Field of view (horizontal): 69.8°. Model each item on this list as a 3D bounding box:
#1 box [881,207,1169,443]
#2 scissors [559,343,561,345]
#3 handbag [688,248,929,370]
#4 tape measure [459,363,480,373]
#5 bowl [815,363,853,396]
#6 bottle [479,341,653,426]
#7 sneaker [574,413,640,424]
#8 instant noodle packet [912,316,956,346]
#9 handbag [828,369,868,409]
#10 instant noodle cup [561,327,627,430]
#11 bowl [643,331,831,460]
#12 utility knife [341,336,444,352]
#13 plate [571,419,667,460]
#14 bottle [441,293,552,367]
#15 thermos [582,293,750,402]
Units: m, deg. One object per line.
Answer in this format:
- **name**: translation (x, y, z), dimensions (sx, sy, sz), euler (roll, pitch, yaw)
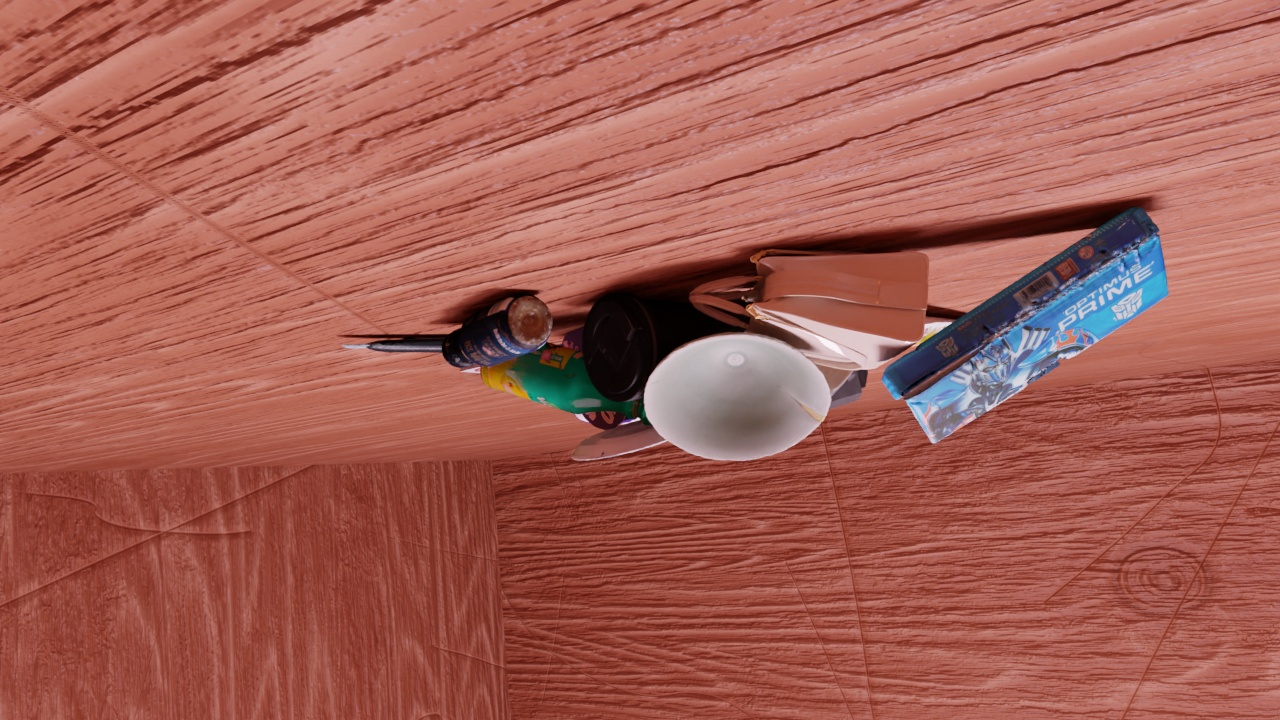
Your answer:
- **box**: translation (0.332, -0.024, 0.788), dimensions (0.244, 0.085, 0.091), euler (-35, 170, 9)
- **scissors**: translation (-0.057, -0.019, 1.156), dimensions (0.131, 0.022, 0.070), euler (-4, 173, 18)
- **handbag**: translation (0.144, -0.050, 0.848), dimensions (0.198, 0.101, 0.194), euler (6, 173, 4)
- **tape measure**: translation (-0.192, 0.002, 1.180), dimensions (0.062, 0.020, 0.060), euler (-12, 170, 34)
- **bowl**: translation (0.184, -0.009, 1.067), dimensions (0.058, 0.176, 0.177), euler (40, 156, -15)
- **bottle**: translation (-0.070, 0.023, 0.997), dimensions (0.210, 0.068, 0.068), euler (16, 180, 21)
- **sneaker**: translation (0.005, 0.070, 1.539), dimensions (0.244, 0.091, 0.111), euler (1, 174, -2)
- **instant noodle packet**: translation (0.342, -0.031, 1.207), dimensions (0.147, 0.057, 0.268), euler (-10, 176, 38)
- **handbag**: translation (0.248, 0.043, 1.388), dimensions (0.197, 0.102, 0.200), euler (-16, 168, -11)
- **instant noodle cup**: translation (-0.006, 0.006, 1.092), dimensions (0.121, 0.122, 0.137), euler (-11, -139, -38)
- **bowl**: translation (0.091, 0.018, 0.879), dimensions (0.174, 0.067, 0.174), euler (1, 134, 0)
- **utility knife**: translation (-0.238, -0.017, 1.023), dimensions (0.187, 0.020, 0.029), euler (-2, 171, -30)
- **plate**: translation (-0.003, 0.081, 1.017), dimensions (0.157, 0.014, 0.157), euler (-15, -177, 1)
- **bottle**: translation (-0.146, -0.024, 0.906), dimensions (0.056, 0.056, 0.161), euler (0, 170, -36)
- **thermos**: translation (0.049, -0.019, 0.949), dimensions (0.218, 0.106, 0.106), euler (-5, 174, -40)
